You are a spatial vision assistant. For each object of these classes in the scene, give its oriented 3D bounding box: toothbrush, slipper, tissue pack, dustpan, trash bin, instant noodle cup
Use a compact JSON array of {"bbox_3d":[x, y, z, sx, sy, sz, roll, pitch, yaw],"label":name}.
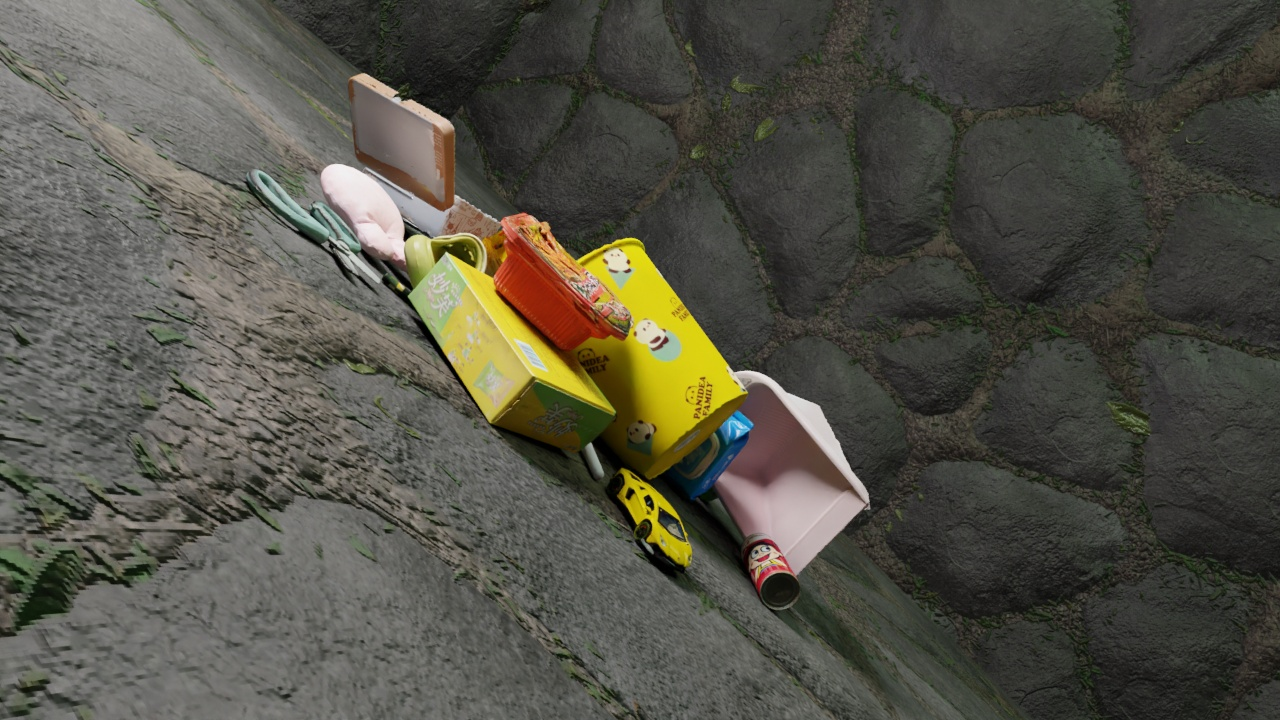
[{"bbox_3d":[-0.217,-0.035,1.040,0.186,0.012,0.017,42,22,-11],"label":"toothbrush"},{"bbox_3d":[-0.222,-0.108,1.098,0.190,0.081,0.091,-13,92,-85],"label":"slipper"},{"bbox_3d":[0.088,0.122,1.323,0.095,0.157,0.052,46,24,22],"label":"tissue pack"},{"bbox_3d":[0.172,0.155,1.301,0.138,0.223,0.272,18,36,-21],"label":"dustpan"},{"bbox_3d":[-0.074,0.089,1.099,0.189,0.021,0.029,-126,-160,-59],"label":"toothbrush"},{"bbox_3d":[-0.007,0.007,1.228,0.255,0.230,0.229,50,7,13],"label":"trash bin"},{"bbox_3d":[-0.096,-0.083,1.041,0.189,0.079,0.164,45,9,-5],"label":"instant noodle cup"}]

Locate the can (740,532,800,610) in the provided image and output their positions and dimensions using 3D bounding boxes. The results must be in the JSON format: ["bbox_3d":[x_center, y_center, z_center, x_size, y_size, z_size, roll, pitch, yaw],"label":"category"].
[{"bbox_3d":[0.170,0.277,1.221,0.053,0.053,0.132,42,5,-12],"label":"can"}]

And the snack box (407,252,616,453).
[{"bbox_3d":[-0.139,-0.006,0.995,0.210,0.070,0.157,50,12,32],"label":"snack box"}]

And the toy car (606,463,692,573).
[{"bbox_3d":[0.014,0.170,0.990,0.071,0.041,0.156,39,8,-32],"label":"toy car"}]

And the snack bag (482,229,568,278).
[{"bbox_3d":[-0.157,-0.103,1.219,0.128,0.073,0.208,9,-25,-7],"label":"snack bag"}]

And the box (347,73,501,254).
[{"bbox_3d":[-0.311,-0.249,1.263,0.179,0.124,0.274,32,-20,20],"label":"box"}]

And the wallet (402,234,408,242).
[{"bbox_3d":[-0.323,-0.159,1.227,0.122,0.020,0.096,46,2,38],"label":"wallet"}]

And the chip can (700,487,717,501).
[{"bbox_3d":[0.057,0.129,1.463,0.221,0.072,0.072,44,6,17],"label":"chip can"}]

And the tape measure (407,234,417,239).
[{"bbox_3d":[-0.274,-0.126,1.168,0.054,0.025,0.058,41,36,-54],"label":"tape measure"}]

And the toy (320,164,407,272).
[{"bbox_3d":[-0.324,-0.169,1.102,0.159,0.054,0.121,56,14,28],"label":"toy"}]

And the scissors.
[{"bbox_3d":[-0.336,-0.140,0.982,0.172,0.019,0.179,41,5,-6],"label":"scissors"}]
